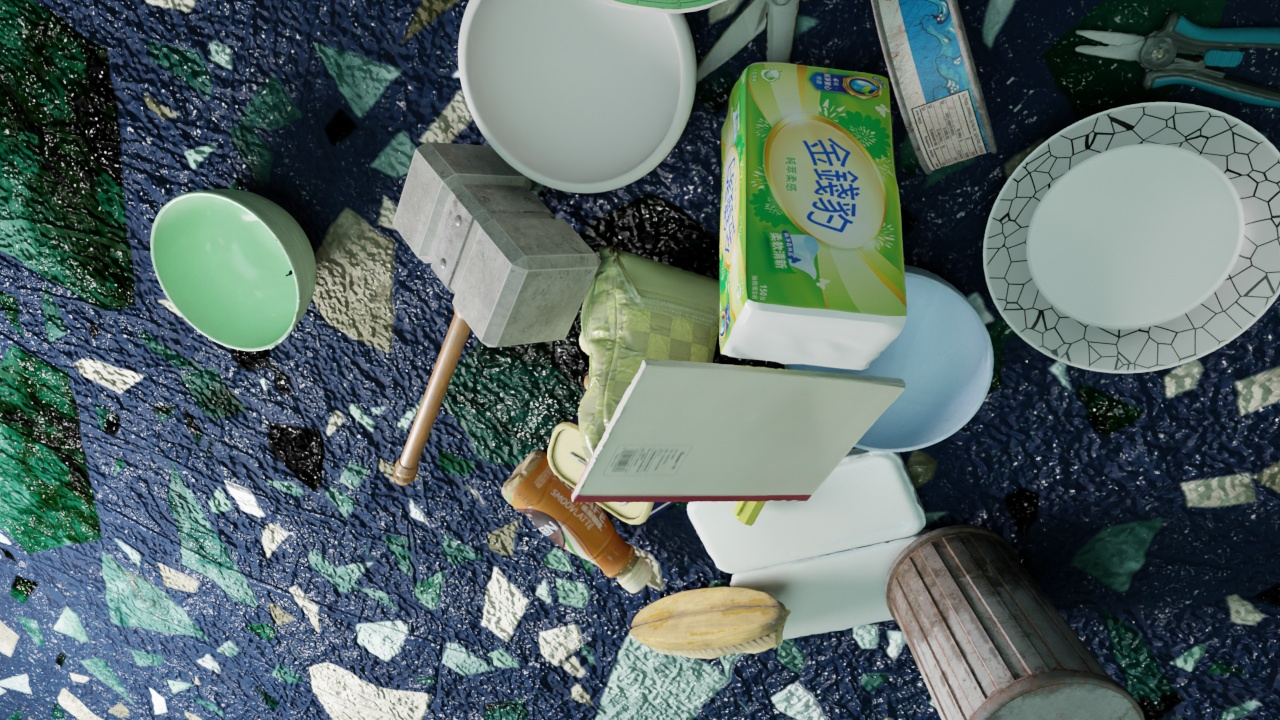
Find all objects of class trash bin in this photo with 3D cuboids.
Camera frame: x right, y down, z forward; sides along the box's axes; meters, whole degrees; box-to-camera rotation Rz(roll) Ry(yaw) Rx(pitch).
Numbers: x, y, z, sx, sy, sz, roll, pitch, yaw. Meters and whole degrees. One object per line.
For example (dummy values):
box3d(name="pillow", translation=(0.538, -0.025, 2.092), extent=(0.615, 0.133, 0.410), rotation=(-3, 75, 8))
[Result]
box3d(name="trash bin", translation=(0.282, 0.238, 0.715), extent=(0.131, 0.211, 0.131), rotation=(-1, 113, -3))

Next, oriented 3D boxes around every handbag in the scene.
box3d(name="handbag", translation=(-0.004, 0.004, 0.729), extent=(0.113, 0.186, 0.117), rotation=(15, 167, -27))

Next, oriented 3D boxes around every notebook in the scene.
box3d(name="notebook", translation=(0.069, 0.058, 0.663), extent=(0.208, 0.012, 0.153), rotation=(4, 137, -25))

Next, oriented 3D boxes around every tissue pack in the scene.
box3d(name="tissue pack", translation=(0.105, -0.084, 0.635), extent=(0.120, 0.197, 0.142), rotation=(11, 155, -3))

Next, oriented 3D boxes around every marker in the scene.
box3d(name="marker", translation=(0.116, 0.088, 0.799), extent=(0.021, 0.017, 0.124), rotation=(18, 108, -24))

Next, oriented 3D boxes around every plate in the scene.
box3d(name="plate", translation=(0.332, -0.079, 0.620), extent=(0.189, 0.016, 0.189), rotation=(8, 118, 15))

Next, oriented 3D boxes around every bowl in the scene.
box3d(name="bowl", translation=(-0.040, -0.217, 0.673), extent=(0.177, 0.066, 0.177), rotation=(8, 119, 14))
box3d(name="bowl", translation=(-0.357, -0.091, 0.837), extent=(0.151, 0.076, 0.151), rotation=(8, 120, 14))
box3d(name="bowl", translation=(0.190, -0.012, 0.706), extent=(0.151, 0.074, 0.151), rotation=(7, 119, 14))

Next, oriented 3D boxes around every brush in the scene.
box3d(name="brush", translation=(0.066, 0.255, 0.886), extent=(0.196, 0.059, 0.043), rotation=(-21, 125, 43))

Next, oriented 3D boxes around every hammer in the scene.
box3d(name="hammer", translation=(-0.161, -0.005, 0.777), extent=(0.162, 0.082, 0.319), rotation=(49, 128, 30))

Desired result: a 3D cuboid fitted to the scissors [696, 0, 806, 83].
box3d(name="scissors", translation=(0.098, -0.277, 0.626), extent=(0.226, 0.016, 0.216), rotation=(-33, 103, 30))

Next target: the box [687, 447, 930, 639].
box3d(name="box", translation=(0.167, 0.176, 0.844), extent=(0.209, 0.037, 0.189), rotation=(-17, 108, 26))

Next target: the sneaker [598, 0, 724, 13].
box3d(name="sneaker", translation=(0.067, -0.281, 0.571), extent=(0.235, 0.078, 0.084), rotation=(-9, 125, 14))

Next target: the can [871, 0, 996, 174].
box3d(name="can", translation=(0.186, -0.187, 0.579), extent=(0.044, 0.129, 0.130), rotation=(-15, 112, 24))

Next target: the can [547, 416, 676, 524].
box3d(name="can", translation=(-0.010, 0.084, 0.790), extent=(0.116, 0.092, 0.057), rotation=(30, 117, 25))

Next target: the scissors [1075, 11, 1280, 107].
box3d(name="scissors", translation=(0.361, -0.196, 0.583), extent=(0.144, 0.019, 0.126), rotation=(-25, 113, 34))

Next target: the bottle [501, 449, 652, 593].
box3d(name="bottle", translation=(-0.057, 0.160, 0.888), extent=(0.167, 0.059, 0.059), rotation=(44, 121, -9))
